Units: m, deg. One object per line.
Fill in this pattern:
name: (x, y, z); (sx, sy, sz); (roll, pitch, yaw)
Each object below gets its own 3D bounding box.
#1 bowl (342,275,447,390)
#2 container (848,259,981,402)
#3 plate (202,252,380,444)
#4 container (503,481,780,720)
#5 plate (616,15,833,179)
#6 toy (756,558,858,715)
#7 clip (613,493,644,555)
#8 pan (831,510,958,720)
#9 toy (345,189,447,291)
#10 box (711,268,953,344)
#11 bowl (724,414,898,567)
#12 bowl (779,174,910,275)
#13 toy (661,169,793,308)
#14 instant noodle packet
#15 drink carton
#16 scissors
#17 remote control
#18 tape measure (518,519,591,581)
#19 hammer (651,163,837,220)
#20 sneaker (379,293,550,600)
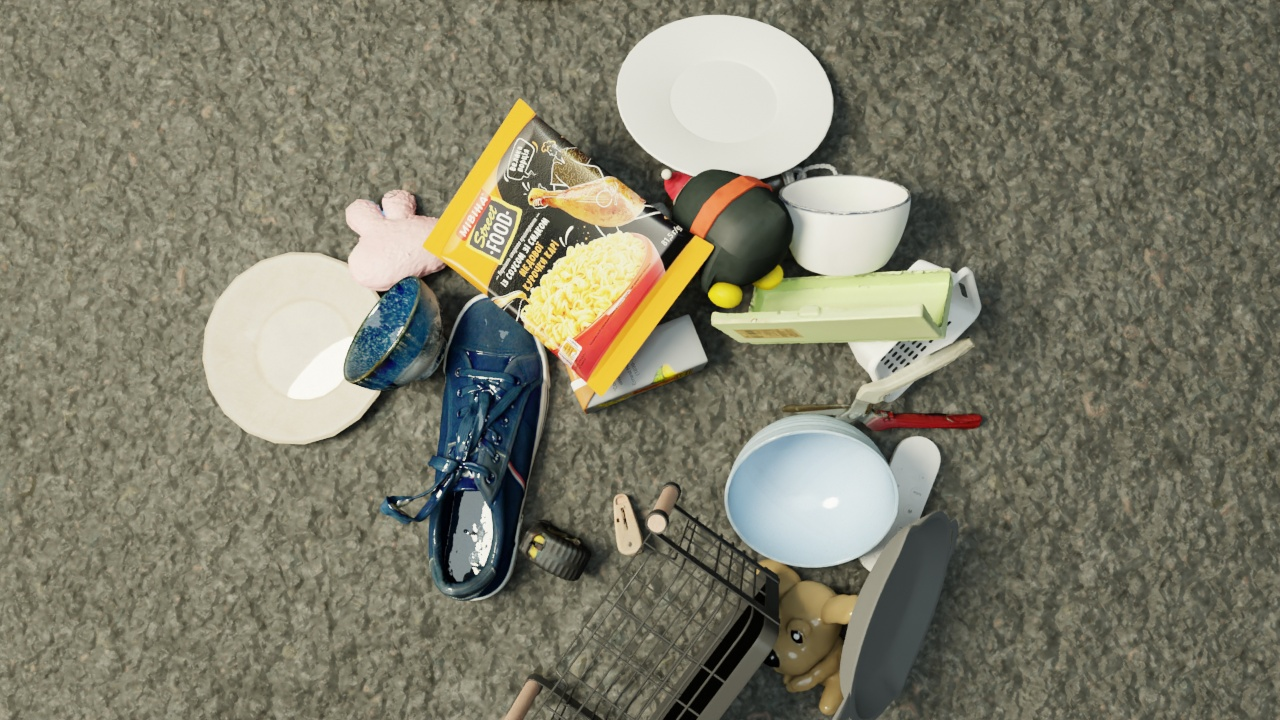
bowl: (-0.215, -0.015, 0.845); (0.060, 0.114, 0.114); (35, 86, -30)
container: (0.249, -0.033, 0.850); (0.129, 0.081, 0.049); (-45, 51, -2)
plate: (-0.335, -0.011, 0.907); (0.189, 0.027, 0.188); (0, 84, 3)
container: (0.004, 0.244, 0.775); (0.130, 0.162, 0.241); (35, 100, 4)
plate: (0.081, -0.254, 0.889); (0.208, 0.015, 0.208); (1, 63, -2)
toy: (0.155, 0.252, 0.826); (0.105, 0.134, 0.108); (-34, 111, -22)
clip: (-0.012, 0.159, 0.879); (0.024, 0.041, 0.060); (-11, 64, 1)
pan: (0.178, 0.250, 0.749); (0.024, 0.217, 0.353); (19, 44, 33)
toy: (-0.241, -0.121, 0.898); (0.108, 0.053, 0.105); (-23, 72, -18)
box: (0.171, -0.039, 0.810); (0.188, 0.130, 0.064); (-1, 107, 30)
bowl: (0.153, 0.107, 0.833); (0.150, 0.074, 0.151); (4, 119, 7)
bowl: (0.183, -0.122, 0.835); (0.116, 0.116, 0.066); (-1, 118, 3)
toy: (0.074, -0.121, 0.806); (0.097, 0.100, 0.119); (-26, 60, -40)
instant noodle packet: (-0.070, -0.099, 0.801); (0.221, 0.032, 0.160); (39, 103, 11)
drink carton: (-0.005, 0.005, 0.866); (0.125, 0.076, 0.048); (-21, 83, -3)
scissors: (0.232, 0.033, 0.828); (0.198, 0.180, 0.015); (5, 52, -12)
remote control: (0.244, 0.136, 0.867); (0.043, 0.013, 0.136); (22, 86, 5)
tape measure: (-0.078, 0.176, 0.854); (0.062, 0.067, 0.038); (28, 86, 5)
hammer: (0.031, -0.141, 0.881); (0.326, 0.079, 0.177); (-18, 83, -4)
sneaker: (-0.155, 0.075, 0.842); (0.121, 0.127, 0.294); (5, 82, 2)
